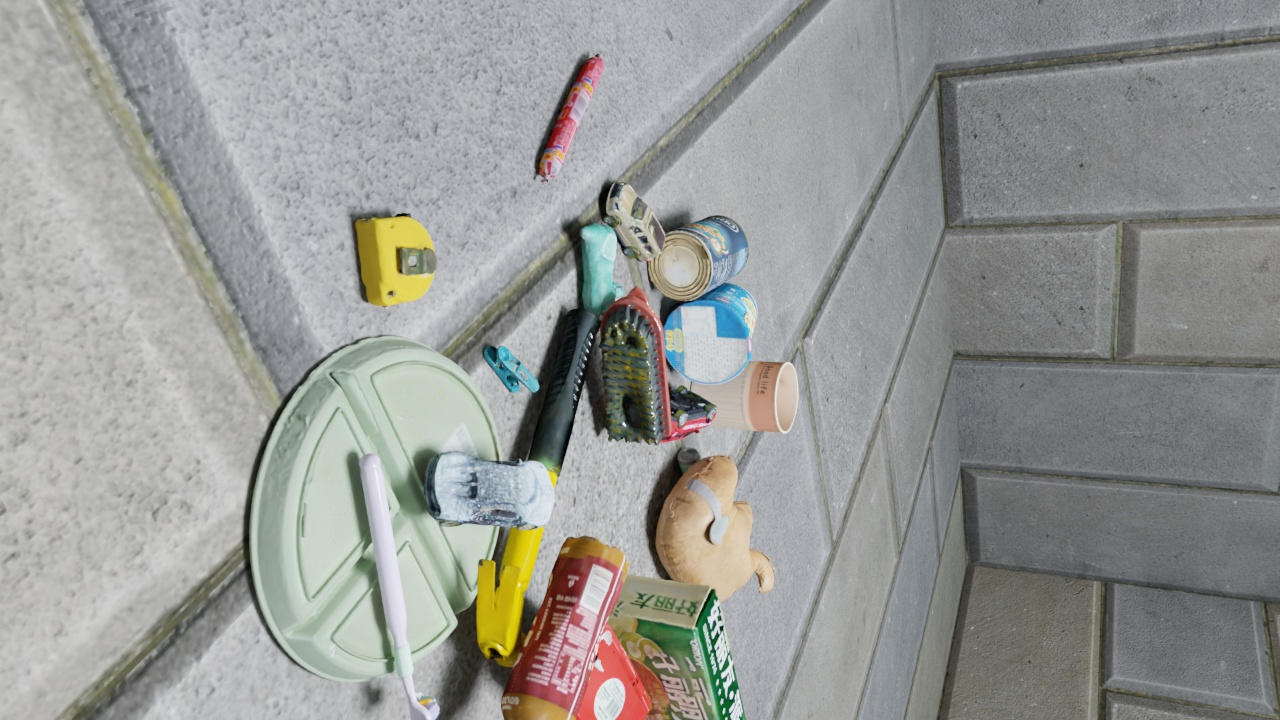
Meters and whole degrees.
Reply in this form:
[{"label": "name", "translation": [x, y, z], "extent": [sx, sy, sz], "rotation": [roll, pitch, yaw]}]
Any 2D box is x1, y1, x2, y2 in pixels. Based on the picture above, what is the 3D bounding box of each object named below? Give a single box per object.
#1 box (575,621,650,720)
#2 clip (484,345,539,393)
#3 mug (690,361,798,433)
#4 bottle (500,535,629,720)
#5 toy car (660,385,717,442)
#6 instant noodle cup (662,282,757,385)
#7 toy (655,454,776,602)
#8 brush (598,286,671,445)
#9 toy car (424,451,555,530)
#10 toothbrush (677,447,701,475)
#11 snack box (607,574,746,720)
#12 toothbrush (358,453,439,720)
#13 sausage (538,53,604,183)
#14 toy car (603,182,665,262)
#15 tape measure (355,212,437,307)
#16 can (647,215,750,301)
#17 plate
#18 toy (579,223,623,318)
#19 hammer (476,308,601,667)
[{"label": "box", "translation": [-0.055, 0.286, 0.806], "extent": [0.090, 0.068, 0.201], "rotation": [-51, 146, -26]}, {"label": "clip", "translation": [-0.104, 0.007, 0.728], "extent": [0.056, 0.041, 0.014], "rotation": [55, 43, -41]}, {"label": "mug", "translation": [0.128, 0.034, 1.088], "extent": [0.114, 0.106, 0.082], "rotation": [-48, 133, -52]}, {"label": "bottle", "translation": [-0.061, 0.221, 0.691], "extent": [0.057, 0.058, 0.174], "rotation": [61, 41, -45]}, {"label": "toy car", "translation": [0.036, 0.058, 0.970], "extent": [0.120, 0.053, 0.045], "rotation": [-8, 127, -56]}, {"label": "instant noodle cup", "translation": [0.087, -0.038, 1.026], "extent": [0.109, 0.099, 0.099], "rotation": [-50, 135, -62]}, {"label": "toy", "translation": [0.088, 0.212, 1.037], "extent": [0.143, 0.083, 0.226], "rotation": [-47, 133, -23]}, {"label": "brush", "translation": [-0.005, 0.005, 0.856], "extent": [0.069, 0.063, 0.146], "rotation": [-65, 154, -57]}, {"label": "toy car", "translation": [-0.100, 0.090, 0.634], "extent": [0.105, 0.031, 0.049], "rotation": [13, 65, -42]}, {"label": "toothbrush", "translation": [0.081, 0.192, 1.097], "extent": [0.027, 0.026, 0.225], "rotation": [-65, 146, -46]}, {"label": "snack box", "translation": [0.034, 0.324, 0.916], "extent": [0.063, 0.115, 0.240], "rotation": [-52, 137, -50]}, {"label": "toothbrush", "translation": [-0.154, 0.147, 0.581], "extent": [0.021, 0.029, 0.189], "rotation": [-14, 107, -23]}, {"label": "sausage", "translation": [-0.060, -0.213, 0.798], "extent": [0.020, 0.020, 0.155], "rotation": [57, 43, -48]}, {"label": "toy car", "translation": [-0.006, -0.136, 0.893], "extent": [0.090, 0.035, 0.042], "rotation": [52, 46, -49]}, {"label": "tape measure", "translation": [-0.158, -0.067, 0.606], "extent": [0.057, 0.029, 0.060], "rotation": [-24, 113, -61]}, {"label": "can", "translation": [0.063, -0.111, 0.984], "extent": [0.110, 0.075, 0.075], "rotation": [-32, 120, -58]}, {"label": "plate", "translation": [-0.161, 0.099, 0.615], "extent": [0.229, 0.027, 0.230], "rotation": [-11, 102, -63]}, {"label": "toy", "translation": [-0.036, -0.080, 0.846], "extent": [0.096, 0.030, 0.092], "rotation": [-22, 117, -69]}, {"label": "hammer", "translation": [-0.079, 0.090, 0.745], "extent": [0.129, 0.033, 0.300], "rotation": [90, 11, -61]}]
